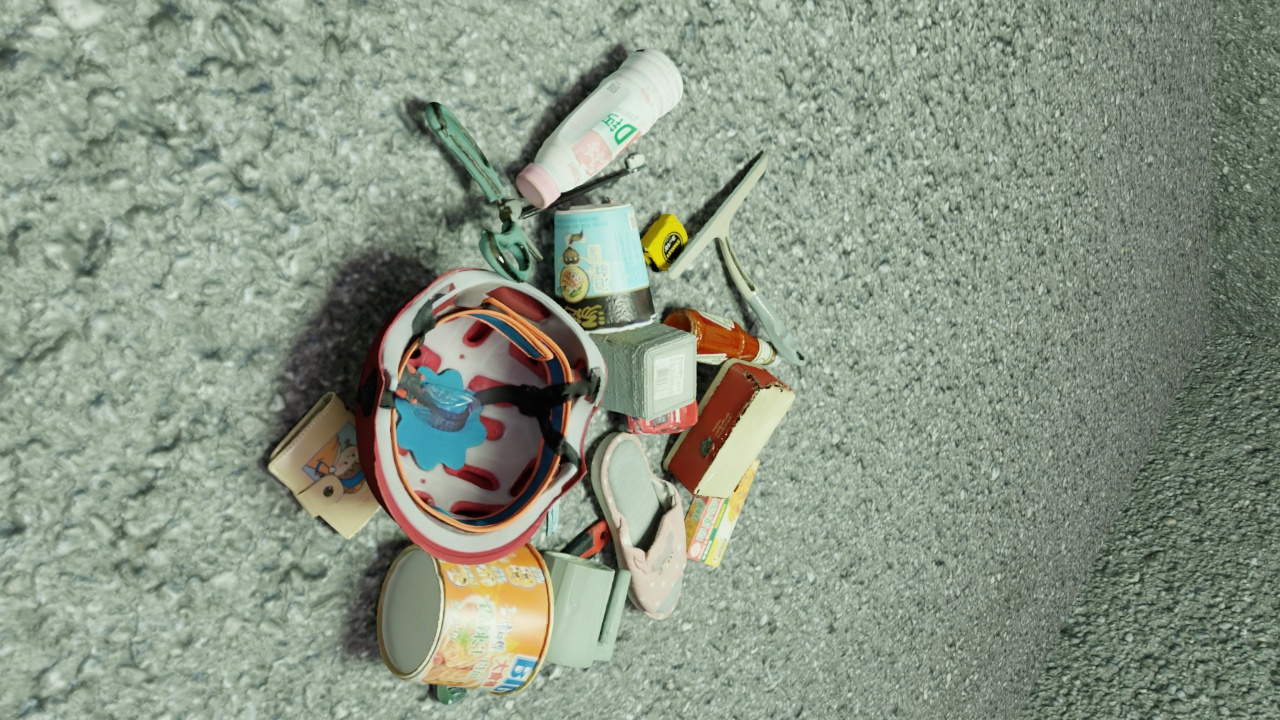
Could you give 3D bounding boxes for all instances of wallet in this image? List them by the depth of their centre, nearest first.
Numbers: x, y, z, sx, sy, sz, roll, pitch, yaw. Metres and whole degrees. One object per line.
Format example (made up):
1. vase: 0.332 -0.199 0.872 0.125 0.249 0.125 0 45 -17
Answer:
1. wallet: -0.264 0.096 0.798 0.087 0.024 0.115 -54 136 -27

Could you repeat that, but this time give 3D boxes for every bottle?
1. bottle: -0.042 -0.225 0.897 0.196 0.068 0.068 -46 132 -21
2. bottle: 0.107 -0.020 1.128 0.205 0.060 0.060 12 94 -48

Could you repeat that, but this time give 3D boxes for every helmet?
1. helmet: -0.155 0.048 0.796 0.206 0.144 0.239 27 73 -32

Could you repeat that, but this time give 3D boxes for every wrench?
1. wrench: -0.123 0.266 1.008 0.272 0.016 0.056 -41 129 -30

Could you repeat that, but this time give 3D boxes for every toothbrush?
1. toothbrush: -0.057 -0.177 0.932 0.180 0.016 0.018 -33 119 -36

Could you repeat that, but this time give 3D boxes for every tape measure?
1. tape measure: 0.025 -0.129 1.025 0.060 0.029 0.057 -54 134 -20

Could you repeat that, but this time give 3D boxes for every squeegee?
1. squeegee: 0.140 -0.088 1.132 0.245 0.039 0.246 -52 122 -33

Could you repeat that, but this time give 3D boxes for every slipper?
1. slipper: 0.011 0.201 1.089 0.113 0.054 0.275 -46 130 -41

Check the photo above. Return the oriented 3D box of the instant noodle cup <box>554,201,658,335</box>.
1. instant noodle cup: -0.042 -0.095 0.918 0.111 0.111 0.120 -19 108 -42

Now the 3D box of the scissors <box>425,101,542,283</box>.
1. scissors: -0.134 -0.141 0.782 0.019 0.173 0.170 -30 112 13

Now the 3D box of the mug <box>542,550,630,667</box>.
1. mug: -0.065 0.270 0.995 0.123 0.084 0.103 21 81 -44

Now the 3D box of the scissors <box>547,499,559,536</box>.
1. scissors: -0.096 0.133 0.996 0.063 0.017 0.135 -9 113 -45

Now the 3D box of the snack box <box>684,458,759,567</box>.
1. snack box: 0.102 0.191 1.215 0.077 0.027 0.155 29 81 -46

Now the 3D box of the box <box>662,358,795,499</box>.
1. box: 0.114 0.090 1.118 0.091 0.079 0.168 13 113 -48

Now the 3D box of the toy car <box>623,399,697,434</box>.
1. toy car: 0.025 0.059 1.061 0.120 0.045 0.053 2 82 -55

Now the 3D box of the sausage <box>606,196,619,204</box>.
1. sausage: -0.016 -0.106 0.996 0.020 0.020 0.156 -38 128 -33

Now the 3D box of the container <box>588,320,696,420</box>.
1. container: -0.006 0.006 0.973 0.090 0.114 0.090 -20 117 -42

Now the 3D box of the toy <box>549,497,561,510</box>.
1. toy: -0.124 0.097 0.926 0.156 0.050 0.161 31 78 -37

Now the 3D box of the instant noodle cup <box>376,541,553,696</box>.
1. instant noodle cup: -0.169 0.236 0.861 0.111 0.151 0.151 16 91 -40
